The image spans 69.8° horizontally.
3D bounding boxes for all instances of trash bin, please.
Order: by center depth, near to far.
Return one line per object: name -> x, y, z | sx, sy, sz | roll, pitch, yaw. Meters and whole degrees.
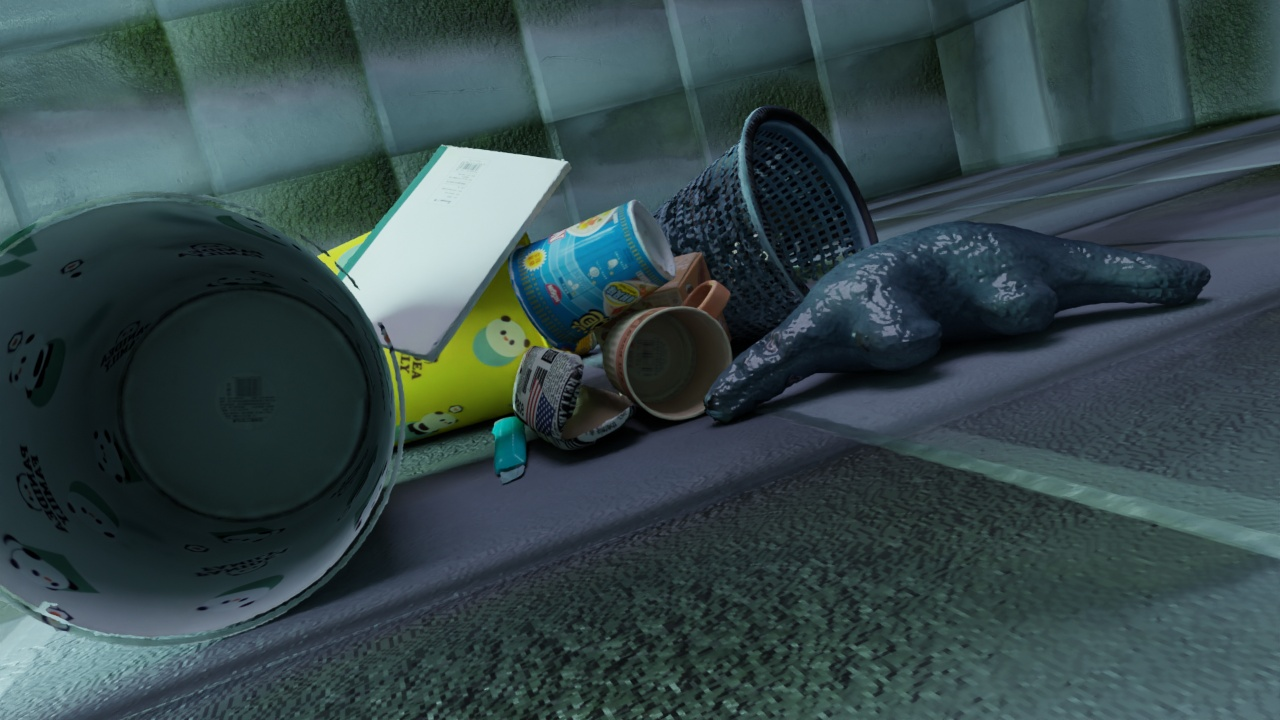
trash bin -> -0.268, 0.032, 0.580 | 0.229, 0.229, 0.252 | -17, 3, -14
trash bin -> -0.214, -0.029, 0.868 | 0.255, 0.229, 0.229 | -20, 9, 1
trash bin -> 0.101, -0.106, 0.918 | 0.196, 0.226, 0.225 | -24, 1, 39

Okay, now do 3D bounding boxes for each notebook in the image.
notebook -> -0.168, -0.098, 0.756 | 0.150, 0.012, 0.208 | 15, 62, 32

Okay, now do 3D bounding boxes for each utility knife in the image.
utility knife -> -0.102, 0.068, 0.713 | 0.029, 0.013, 0.174 | -18, 12, -5

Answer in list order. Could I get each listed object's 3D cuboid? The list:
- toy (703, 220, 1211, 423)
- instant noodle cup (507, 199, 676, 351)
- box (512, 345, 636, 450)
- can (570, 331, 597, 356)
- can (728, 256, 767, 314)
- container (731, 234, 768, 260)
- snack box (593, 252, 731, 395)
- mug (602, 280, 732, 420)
toy -> 0.208, -0.039, 0.666 | 0.356, 0.091, 0.137 | -16, 36, -1
instant noodle cup -> -0.033, -0.073, 0.740 | 0.110, 0.099, 0.099 | -26, 5, 18
box -> -0.067, 0.023, 0.702 | 0.076, 0.086, 0.163 | -35, 16, -12
can -> -0.129, -0.017, 1.148 | 0.145, 0.058, 0.058 | -20, 10, -32
can -> 0.105, -0.079, 1.092 | 0.075, 0.075, 0.110 | -7, 12, 42
container -> 0.115, -0.116, 1.220 | 0.111, 0.090, 0.090 | -9, 8, -8
snack box -> 0.018, -0.032, 0.825 | 0.093, 0.094, 0.076 | -10, 25, 25
mug -> 0.026, -0.013, 0.718 | 0.114, 0.081, 0.106 | -55, 12, -4
